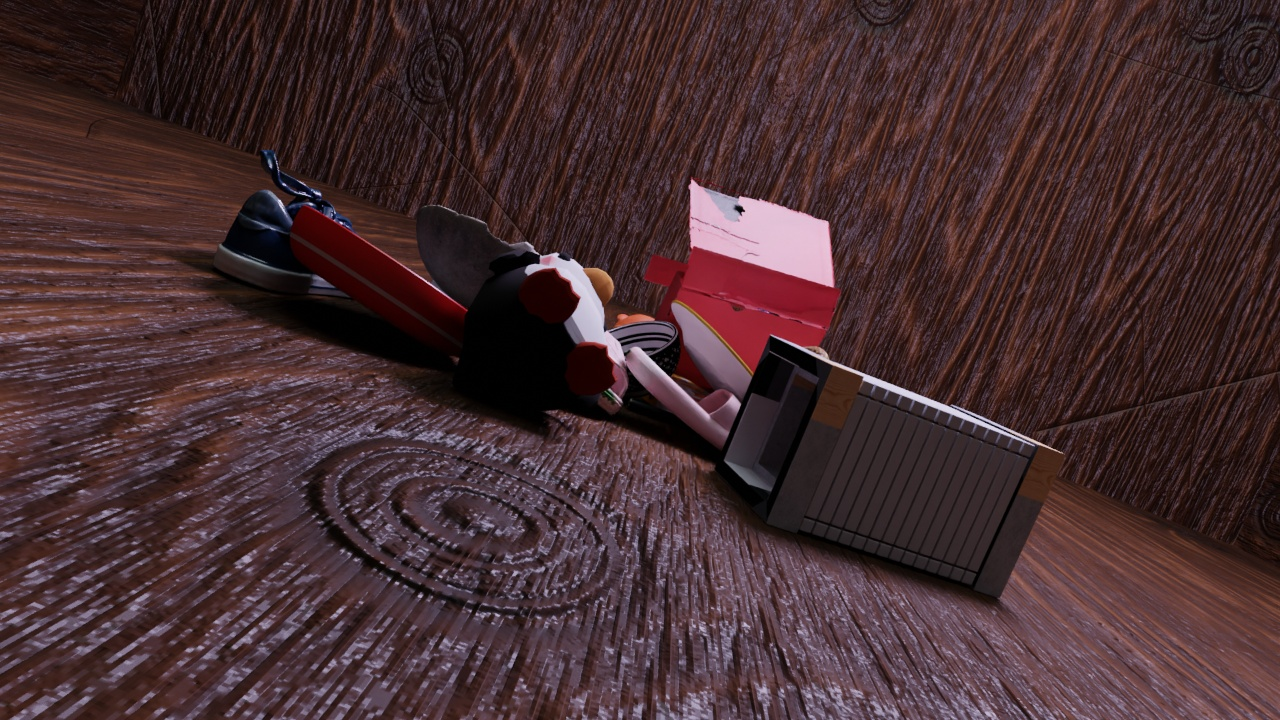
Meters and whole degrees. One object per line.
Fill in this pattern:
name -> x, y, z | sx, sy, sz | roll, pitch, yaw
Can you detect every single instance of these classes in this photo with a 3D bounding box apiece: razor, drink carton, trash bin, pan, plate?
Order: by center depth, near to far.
trash bin -> 0.225, 0.095, 0.854 | 0.246, 0.142, 0.142 | 20, 7, -17
pan -> -0.198, -0.041, 0.938 | 0.356, 0.067, 0.209 | 38, -8, -39
plate -> 0.103, 0.027, 1.055 | 0.230, 0.021, 0.230 | 51, -4, 5
razor -> 0.052, 0.071, 1.056 | 0.144, 0.022, 0.042 | 16, 35, -8
drink carton -> 0.050, 0.048, 1.135 | 0.058, 0.040, 0.122 | 18, 7, -28

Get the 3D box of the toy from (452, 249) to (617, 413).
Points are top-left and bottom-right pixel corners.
toy -> -0.094, -0.034, 0.859 | 0.159, 0.140, 0.183 | 62, 14, -16

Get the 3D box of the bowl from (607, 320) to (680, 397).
bowl -> -0.007, 0.006, 1.109 | 0.120, 0.066, 0.120 | -13, 23, 5

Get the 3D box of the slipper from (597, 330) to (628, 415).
slipper -> -0.063, -0.016, 1.008 | 0.094, 0.064, 0.239 | 42, 3, -29

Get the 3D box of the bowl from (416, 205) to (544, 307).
bowl -> -0.175, -0.096, 1.011 | 0.178, 0.081, 0.178 | 25, -5, 2

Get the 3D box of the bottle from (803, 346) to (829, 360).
bottle -> 0.186, 0.070, 0.947 | 0.060, 0.166, 0.059 | -19, 16, 6

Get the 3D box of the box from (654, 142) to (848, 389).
box -> 0.147, -0.107, 1.193 | 0.211, 0.318, 0.121 | 14, 6, -16

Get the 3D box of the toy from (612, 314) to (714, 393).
toy -> 0.030, 0.001, 1.309 | 0.172, 0.093, 0.163 | 34, 8, -4

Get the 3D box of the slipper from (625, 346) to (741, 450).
slipper -> 0.077, 0.054, 0.977 | 0.221, 0.055, 0.107 | 36, 1, -3

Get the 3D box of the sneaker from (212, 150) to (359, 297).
sneaker -> -0.358, -0.144, 1.022 | 0.121, 0.127, 0.294 | 24, 4, 6

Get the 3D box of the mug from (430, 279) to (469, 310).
mug -> -0.211, -0.079, 1.138 | 0.089, 0.073, 0.105 | 16, 20, -40
